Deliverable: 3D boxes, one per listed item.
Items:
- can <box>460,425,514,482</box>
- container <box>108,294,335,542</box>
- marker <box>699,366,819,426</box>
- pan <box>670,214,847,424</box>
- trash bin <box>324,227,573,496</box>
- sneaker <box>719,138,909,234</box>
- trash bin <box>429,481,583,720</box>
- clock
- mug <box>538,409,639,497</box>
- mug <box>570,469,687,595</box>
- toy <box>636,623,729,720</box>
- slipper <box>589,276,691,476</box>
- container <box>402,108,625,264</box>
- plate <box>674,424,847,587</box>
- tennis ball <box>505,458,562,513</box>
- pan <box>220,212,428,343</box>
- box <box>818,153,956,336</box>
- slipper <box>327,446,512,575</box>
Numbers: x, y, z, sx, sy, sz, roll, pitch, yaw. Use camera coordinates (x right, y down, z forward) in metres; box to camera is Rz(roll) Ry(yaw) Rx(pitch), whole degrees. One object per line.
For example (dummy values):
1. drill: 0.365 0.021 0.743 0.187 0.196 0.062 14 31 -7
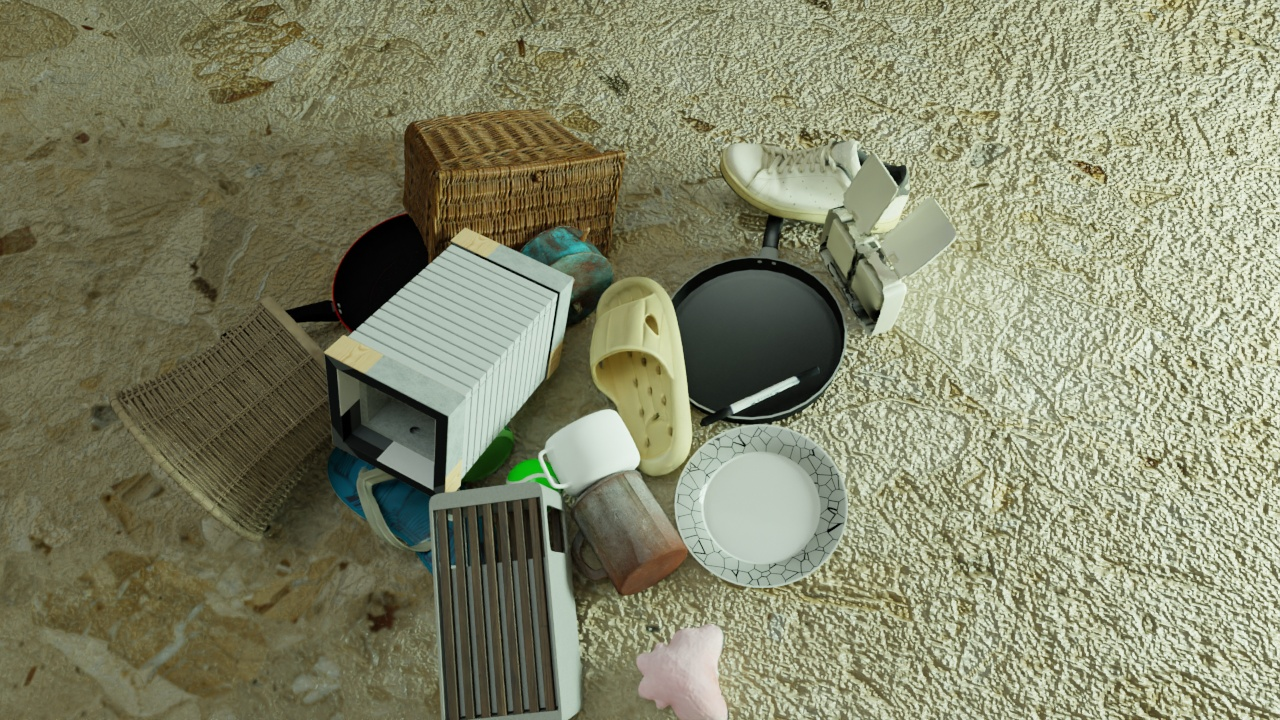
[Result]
1. can: -0.223 0.069 1.093 0.083 0.083 0.144 -39 63 -12
2. container: -0.443 0.058 1.055 0.196 0.227 0.227 -43 63 -16
3. marker: 0.137 0.042 1.052 0.152 0.011 0.011 -24 60 -4
4. pan: 0.150 -0.083 1.140 0.225 0.034 0.355 8 63 14
5. trash bin: -0.202 -0.001 1.004 0.142 0.143 0.246 25 46 11
6. sneaker: 0.221 -0.233 1.138 0.241 0.103 0.088 15 56 -3
7. trash bin: -0.134 0.248 0.929 0.114 0.114 0.228 -8 76 5
8. clock: -0.110 -0.089 1.142 0.157 0.121 0.073 -36 58 -3
9. mug: -0.061 0.107 1.017 0.115 0.095 0.068 -15 71 -41
10. mug: -0.023 0.197 0.995 0.123 0.096 0.110 -46 55 20
11. toy: 0.043 0.321 0.929 0.093 0.050 0.102 -5 64 3
12. slipper: -0.006 0.006 1.074 0.112 0.079 0.261 -28 61 27
13. container: -0.178 -0.221 1.165 0.249 0.163 0.183 -14 47 -30
14. plate: 0.133 0.161 1.020 0.189 0.016 0.188 -4 61 7
15. tennis ball: -0.121 0.145 1.044 0.065 0.065 0.065 -4 61 7
16. pan: -0.369 -0.078 1.208 0.356 0.067 0.208 -22 60 -2
17. box: 0.276 -0.131 1.069 0.065 0.186 0.145 -9 60 -27
18. slipper: -0.258 0.165 1.062 0.295 0.060 0.118 37 70 25
